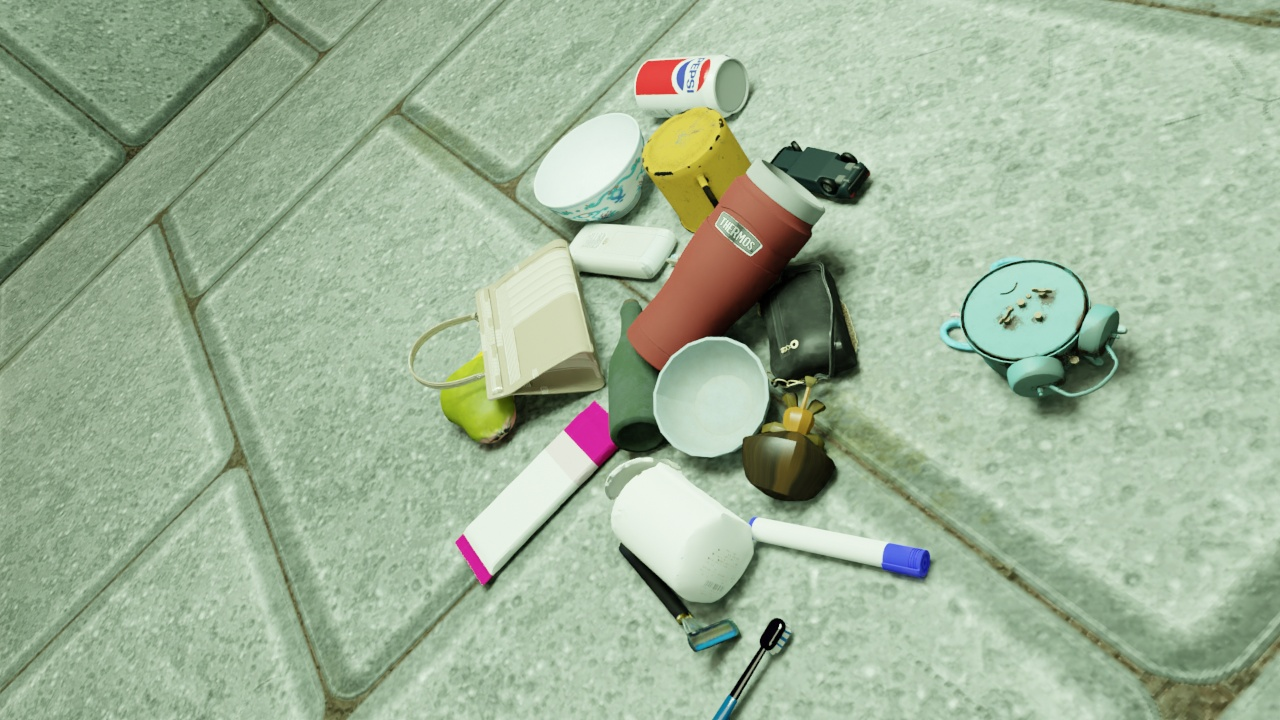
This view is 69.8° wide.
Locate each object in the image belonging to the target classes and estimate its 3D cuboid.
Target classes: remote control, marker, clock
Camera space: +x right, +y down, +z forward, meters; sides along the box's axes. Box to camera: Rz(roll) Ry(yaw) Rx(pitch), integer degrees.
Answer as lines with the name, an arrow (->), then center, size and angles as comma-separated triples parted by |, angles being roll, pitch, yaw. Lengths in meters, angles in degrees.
remote control -> -0.025, -0.124, 1.024 | 0.139, 0.025, 0.060 | 11, 60, 41
marker -> 0.144, 0.139, 0.687 | 0.142, 0.020, 0.020 | 4, 59, 39
clock -> 0.292, -0.019, 0.669 | 0.090, 0.053, 0.124 | -38, 47, 8

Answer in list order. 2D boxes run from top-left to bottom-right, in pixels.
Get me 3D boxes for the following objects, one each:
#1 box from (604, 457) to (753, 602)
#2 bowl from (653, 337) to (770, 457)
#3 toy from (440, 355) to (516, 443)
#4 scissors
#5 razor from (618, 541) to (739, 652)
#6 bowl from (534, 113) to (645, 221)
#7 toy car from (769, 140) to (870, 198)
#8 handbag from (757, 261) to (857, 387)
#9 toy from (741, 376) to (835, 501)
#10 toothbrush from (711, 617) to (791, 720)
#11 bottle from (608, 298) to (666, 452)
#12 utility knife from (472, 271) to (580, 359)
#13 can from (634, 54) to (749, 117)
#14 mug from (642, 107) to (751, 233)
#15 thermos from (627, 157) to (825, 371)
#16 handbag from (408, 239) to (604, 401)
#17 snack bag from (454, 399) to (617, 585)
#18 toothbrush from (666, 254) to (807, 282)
box -> 0.026, 0.127, 0.746 | 0.143, 0.080, 0.089 | 28, 91, 48
bowl -> 0.067, 0.035, 0.804 | 0.106, 0.039, 0.106 | -8, 71, 24
toy -> -0.171, 0.045, 0.982 | 0.090, 0.051, 0.110 | -35, 43, 4
scissors -> 0.311, -0.042, 0.718 | 0.141, 0.015, 0.111 | 8, 62, 34
razor -> 0.022, 0.189, 0.741 | 0.042, 0.022, 0.144 | -10, 26, -29
bowl -> -0.045, -0.212, 1.079 | 0.144, 0.074, 0.143 | -21, 46, 23
toy car -> 0.177, -0.189, 0.921 | 0.112, 0.034, 0.046 | 28, 76, 46
handbag -> 0.141, -0.031, 0.806 | 0.079, 0.054, 0.128 | -26, 47, 24
toy -> 0.123, 0.062, 0.737 | 0.076, 0.062, 0.100 | 17, 80, 5
toothbrush -> 0.058, 0.258, 0.657 | 0.167, 0.014, 0.014 | -56, 32, -9
bottle -> -0.005, 0.005, 0.886 | 0.055, 0.055, 0.173 | -24, 44, 20
utility knife -> -0.126, -0.053, 1.052 | 0.223, 0.019, 0.030 | -47, 47, -6
can -> 0.059, -0.327, 1.098 | 0.132, 0.070, 0.070 | 15, 66, 44
mug -> 0.066, -0.195, 0.966 | 0.101, 0.094, 0.123 | -30, 43, 14
thermos -> 0.080, -0.081, 0.840 | 0.084, 0.107, 0.199 | 44, 111, 15
handbag -> -0.152, -0.025, 0.973 | 0.198, 0.062, 0.175 | -17, 47, 2
snack bag -> -0.096, 0.125, 0.884 | 0.196, 0.016, 0.070 | -46, 42, -4
toothbrush -> 0.094, -0.092, 0.916 | 0.186, 0.022, 0.024 | 10, 60, 43
